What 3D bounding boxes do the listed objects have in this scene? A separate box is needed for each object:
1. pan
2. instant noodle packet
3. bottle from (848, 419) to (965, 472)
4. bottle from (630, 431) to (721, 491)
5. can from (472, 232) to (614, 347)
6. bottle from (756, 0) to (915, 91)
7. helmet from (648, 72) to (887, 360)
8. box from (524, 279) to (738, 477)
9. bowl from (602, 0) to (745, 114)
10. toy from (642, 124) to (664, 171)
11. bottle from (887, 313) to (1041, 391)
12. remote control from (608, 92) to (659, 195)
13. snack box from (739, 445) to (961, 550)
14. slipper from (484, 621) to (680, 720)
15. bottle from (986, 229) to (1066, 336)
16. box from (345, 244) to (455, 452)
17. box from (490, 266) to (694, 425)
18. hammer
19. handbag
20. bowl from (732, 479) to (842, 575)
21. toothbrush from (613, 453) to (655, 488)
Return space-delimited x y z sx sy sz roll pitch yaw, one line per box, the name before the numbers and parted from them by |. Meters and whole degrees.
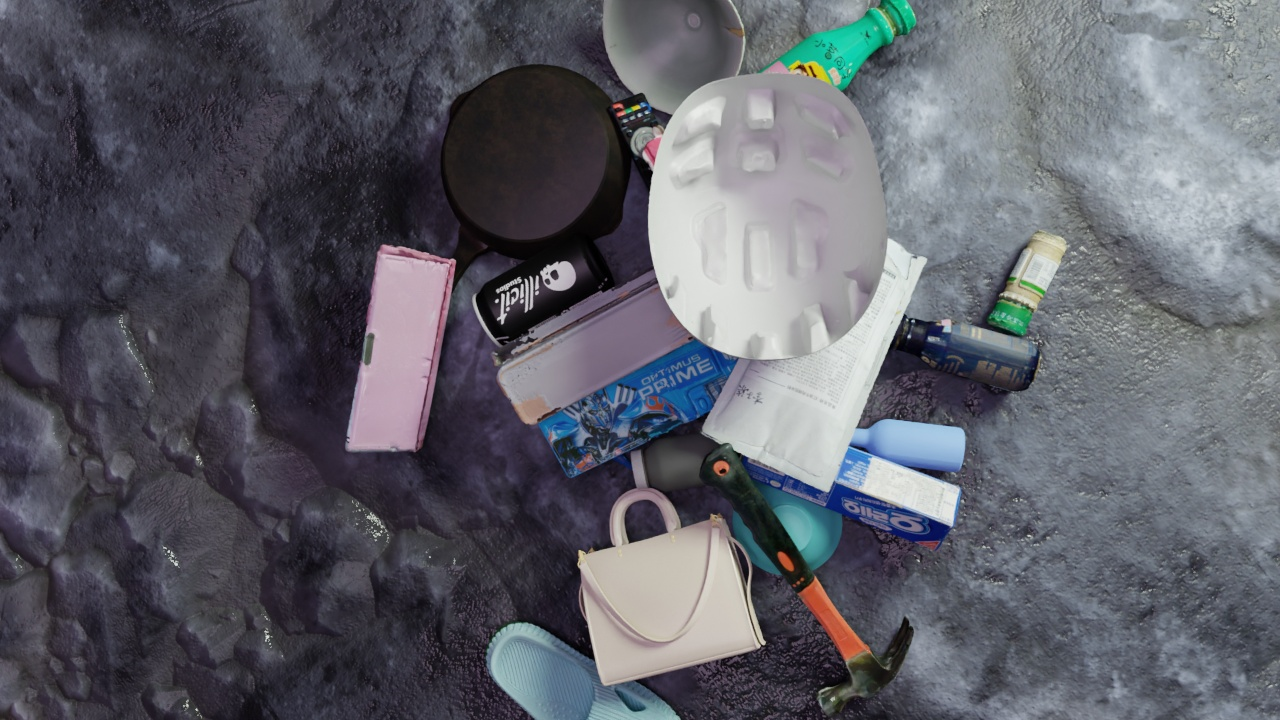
pan | -0.166 -0.180 1.058 0.249 0.043 0.356 38 97 7
instant noodle packet | 0.186 -0.012 0.967 0.147 0.057 0.269 24 82 21
bottle | 0.277 0.088 0.986 0.131 0.048 0.048 7 92 9
bottle | 0.046 0.112 1.015 0.108 0.060 0.060 -11 89 3
can | -0.108 -0.078 1.032 0.146 0.080 0.080 -28 86 9
bottle | 0.193 -0.314 0.982 0.210 0.068 0.068 -33 86 9
helmet | 0.124 -0.126 0.895 0.224 0.184 0.281 -9 60 7
box | -0.008 0.005 1.019 0.244 0.063 0.174 -26 83 6
bowl | 0.047 -0.360 1.002 0.174 0.067 0.174 22 135 23
toy | 0.052 -0.245 1.011 0.102 0.050 0.065 -34 99 16
bottle | 0.334 -0.012 0.970 0.161 0.056 0.056 17 94 9
remote control | 0.012 -0.230 1.033 0.045 0.021 0.140 -25 91 -17
snack box | 0.219 0.128 0.979 0.226 0.059 0.059 20 51 11
slipper | -0.063 0.399 1.042 0.276 0.069 0.116 32 93 8
bottle | 0.407 -0.081 0.965 0.043 0.042 0.110 26 94 8
box | -0.283 -0.009 1.038 0.099 0.098 0.233 17 102 11
box | -0.047 -0.016 0.985 0.216 0.095 0.107 -28 74 6
hammer | 0.167 0.225 0.973 0.133 0.033 0.333 -35 102 9
handbag | 0.024 0.237 1.017 0.195 0.101 0.197 -17 77 9
bowl | 0.161 0.182 1.008 0.121 0.046 0.121 0 91 10
toothbrush | -0.031 0.107 1.057 0.132 0.016 0.021 35 96 10
